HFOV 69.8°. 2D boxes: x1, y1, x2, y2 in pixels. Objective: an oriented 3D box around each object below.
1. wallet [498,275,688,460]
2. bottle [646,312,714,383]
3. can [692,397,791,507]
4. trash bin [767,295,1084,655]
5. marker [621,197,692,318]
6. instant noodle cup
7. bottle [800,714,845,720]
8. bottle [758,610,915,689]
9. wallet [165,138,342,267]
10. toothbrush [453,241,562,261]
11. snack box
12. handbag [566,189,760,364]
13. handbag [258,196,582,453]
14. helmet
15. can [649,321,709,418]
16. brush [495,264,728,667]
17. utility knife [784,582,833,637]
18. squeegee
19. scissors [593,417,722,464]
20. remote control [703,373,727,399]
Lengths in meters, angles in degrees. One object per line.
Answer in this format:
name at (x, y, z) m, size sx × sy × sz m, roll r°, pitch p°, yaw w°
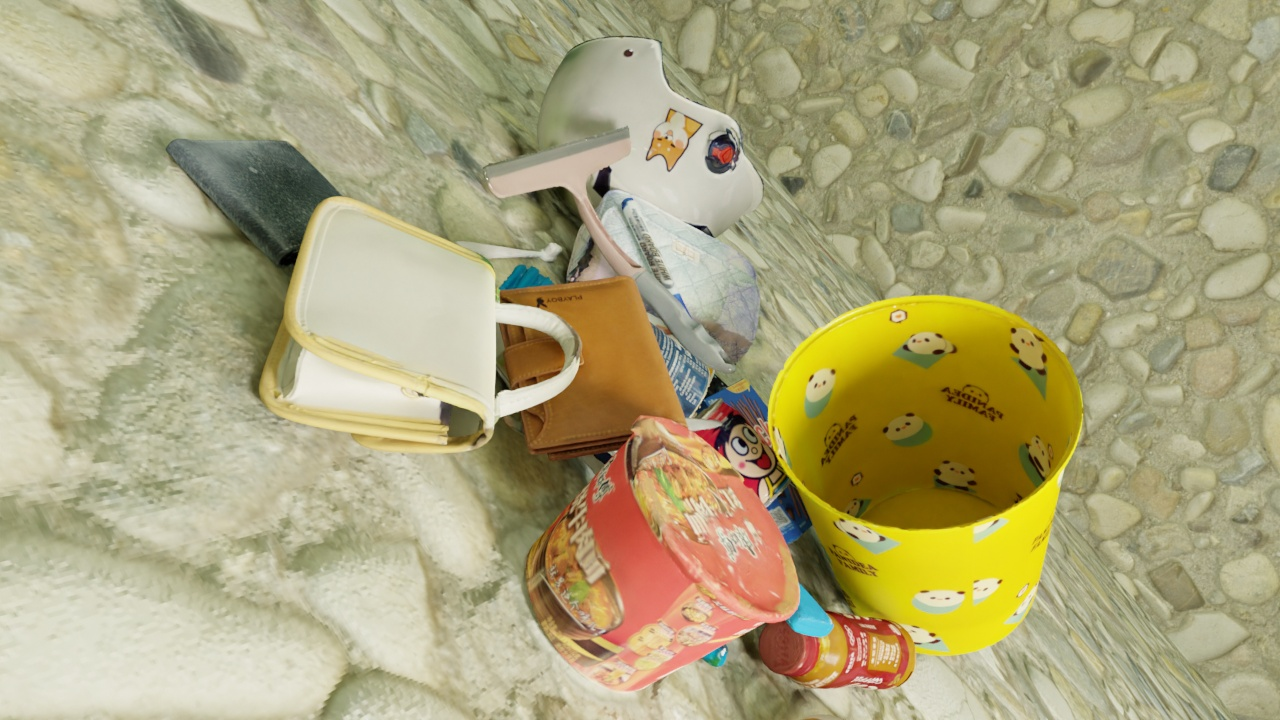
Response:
wallet at (-0.043, 0.003, 0.614) m, size 0.119 × 0.035 × 0.130 m, roll -6°, pitch 55°, yaw -19°
bottle at (0.018, -0.010, 0.860) m, size 0.108 × 0.063 × 0.063 m, roll 38°, pitch 22°, yaw -24°
can at (0.079, 0.087, 0.803) m, size 0.094 × 0.067 × 0.066 m, roll 48°, pitch 20°, yaw 2°
trash bin at (0.245, 0.113, 0.787) m, size 0.229 × 0.229 × 0.255 m, roll -110°, pitch 178°, yaw -46°
marker at (0.015, -0.091, 0.858) m, size 0.016 × 0.017 × 0.145 m, roll 10°, pitch 51°, yaw -59°
instant noodle cup at (0.009, 0.120, 0.537) m, size 0.138 × 0.109 × 0.137 m, roll 40°, pitch 21°, yaw -19°
bottle at (0.165, 0.291, 0.599) m, size 0.189 × 0.068 × 0.068 m, roll 36°, pitch 23°, yaw -29°
bottle at (0.154, 0.225, 0.712) m, size 0.174 × 0.058 × 0.057 m, roll 23°, pitch 32°, yaw -47°
wallet at (-0.232, -0.107, 0.597) m, size 0.097 × 0.019 × 0.120 m, roll 47°, pitch 18°, yaw -1°
toothbrush at (-0.116, -0.099, 0.820) m, size 0.016 × 0.016 × 0.179 m, roll 50°, pitch 20°, yaw 11°
snack box at (0.121, 0.095, 0.896) m, size 0.157 × 0.026 × 0.084 m, roll 54°, pitch 37°, yaw 10°
handbag at (0.026, -0.086, 0.925) m, size 0.194 × 0.076 × 0.133 m, roll 25°, pitch 47°, yaw -16°
handbag at (-0.117, -0.009, 0.535) m, size 0.178 × 0.063 × 0.163 m, roll 19°, pitch 32°, yaw -22°
helmet at (-0.008, -0.211, 1.019) m, size 0.274 × 0.156 × 0.230 m, roll 46°, pitch -19°, yaw -23°
can at (-0.005, 0.004, 0.765) m, size 0.111 × 0.075 × 0.075 m, roll 37°, pitch 23°, yaw -23°
brush at (-0.024, 0.067, 0.661) m, size 0.314 × 0.061 × 0.109 m, roll 52°, pitch 26°, yaw 4°
utility knife at (0.061, 0.122, 0.710) m, size 0.034 × 0.018 × 0.238 m, roll 10°, pitch 27°, yaw -42°
squeegee at (-0.003, -0.082, 0.805) m, size 0.249 × 0.040 × 0.246 m, roll 52°, pitch 33°, yaw 0°
scissors at (0.008, 0.041, 0.670) m, size 0.164 × 0.012 × 0.162 m, roll 53°, pitch 29°, yaw 1°
remote control at (0.102, 0.061, 0.959) m, size 0.136 × 0.024 × 0.053 m, roll 45°, pitch 25°, yaw -3°
